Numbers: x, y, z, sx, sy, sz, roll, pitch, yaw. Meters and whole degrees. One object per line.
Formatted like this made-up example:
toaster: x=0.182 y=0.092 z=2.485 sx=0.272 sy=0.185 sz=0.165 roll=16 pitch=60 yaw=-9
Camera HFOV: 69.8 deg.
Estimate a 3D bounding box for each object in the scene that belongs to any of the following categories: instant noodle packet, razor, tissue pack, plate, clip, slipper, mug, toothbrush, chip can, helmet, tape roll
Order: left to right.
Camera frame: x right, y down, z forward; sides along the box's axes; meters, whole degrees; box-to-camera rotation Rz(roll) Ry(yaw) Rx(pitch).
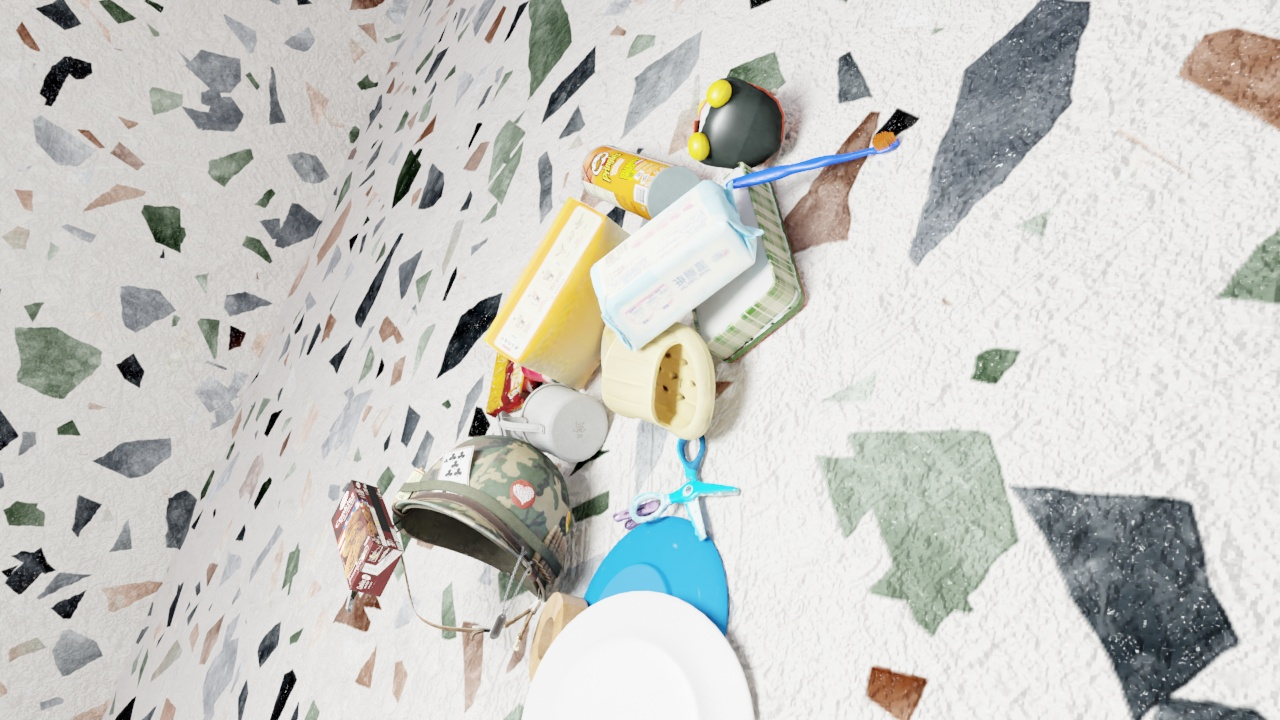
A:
helmet: x=-0.178 y=0.193 z=0.989 sx=0.224 sy=0.193 sz=0.236 roll=63 pitch=-129 yaw=-76
instant noodle packet: x=-0.172 y=0.009 z=1.279 sx=0.099 sy=0.039 sz=0.135 roll=-28 pitch=47 yaw=43
razor: x=-0.130 y=0.069 z=1.175 sx=0.116 sy=0.047 sz=0.088 roll=-44 pitch=35 yaw=14
mug: x=-0.101 y=0.073 z=1.058 sx=0.071 sy=0.113 sz=0.084 roll=14 pitch=105 yaw=56
tape roll: x=-0.083 y=0.284 z=0.926 sx=0.094 sy=0.027 sz=0.094 roll=-162 pitch=91 yaw=-73
plate: x=-0.014 y=0.316 z=0.771 sx=0.243 sy=0.016 sz=0.242 roll=-17 pitch=59 yaw=31
slipper: x=-0.006 y=0.006 z=0.967 sx=0.261 sy=0.079 sz=0.111 roll=-151 pitch=67 yaw=-65
plate: x=-0.005 y=0.252 z=0.864 sx=0.225 sy=0.024 sz=0.223 roll=-35 pitch=40 yaw=37
clip: x=-0.003 y=0.160 z=0.940 sx=0.050 sy=0.046 sz=0.014 roll=-9 pitch=49 yaw=0
chip can: x=-0.003 y=-0.226 z=1.174 sx=0.075 sy=0.075 sz=0.215 roll=-60 pitch=31 yaw=4
tissue pack: x=0.035 y=-0.098 z=0.911 sx=0.182 sy=0.070 sz=0.112 roll=-35 pitch=30 yaw=12
toothbrush: x=0.165 y=-0.196 z=0.910 sx=0.183 sy=0.018 sz=0.016 roll=-9 pitch=51 yaw=31

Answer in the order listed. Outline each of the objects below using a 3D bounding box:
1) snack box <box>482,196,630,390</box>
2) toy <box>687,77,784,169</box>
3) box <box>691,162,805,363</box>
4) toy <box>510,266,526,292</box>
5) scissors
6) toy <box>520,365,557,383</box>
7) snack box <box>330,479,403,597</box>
snack box: x=-0.072 y=-0.070 z=1.084 sx=0.081 sy=0.145 sz=0.195 roll=32 pitch=92 yaw=29
toy: x=0.111 y=-0.264 z=1.021 sx=0.119 sy=0.099 sz=0.098 roll=-74 pitch=5 yaw=-63
box: x=0.100 y=-0.104 z=0.958 sx=0.118 sy=0.050 sz=0.205 roll=-44 pitch=35 yaw=32
toy: x=-0.159 y=-0.113 z=1.348 sx=0.115 sy=0.046 sz=0.092 roll=5 pitch=70 yaw=64
scissors: x=0.047 y=0.118 z=0.894 sx=0.134 sy=0.012 sz=0.134 roll=-11 pitch=50 yaw=46
toy: x=-0.119 y=-0.036 z=1.215 sx=0.106 sy=0.067 sz=0.137 roll=5 pitch=66 yaw=48
snack box: x=-0.279 y=0.177 z=0.930 sx=0.051 sy=0.031 sz=0.141 roll=-62 pitch=31 yaw=6
